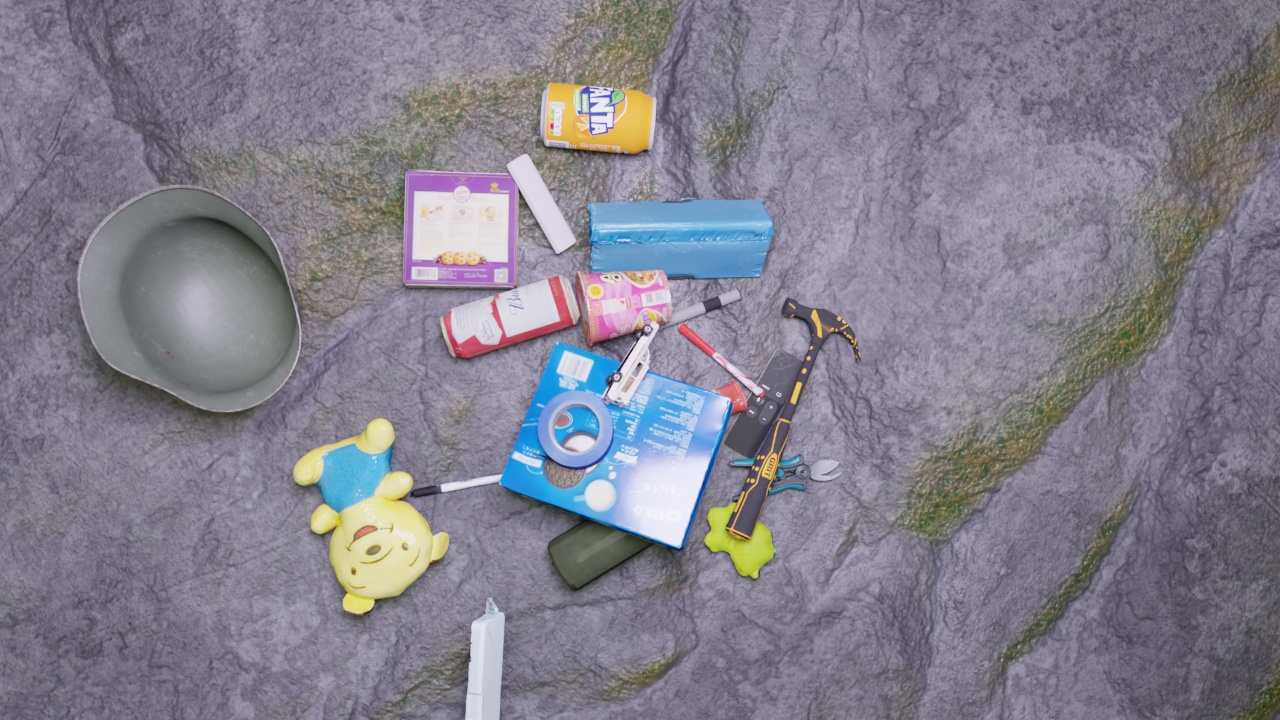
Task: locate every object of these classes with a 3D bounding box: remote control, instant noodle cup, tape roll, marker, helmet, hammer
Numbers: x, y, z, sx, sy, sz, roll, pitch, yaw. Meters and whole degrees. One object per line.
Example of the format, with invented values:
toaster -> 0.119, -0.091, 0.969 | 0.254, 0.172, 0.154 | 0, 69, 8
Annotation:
remote control -> 0.164, 0.056, 1.211 | 0.045, 0.008, 0.146 | 30, 87, -2
instant noodle cup -> -0.021, -0.073, 1.164 | 0.108, 0.098, 0.097 | -9, 89, -9
remote control -> -0.125, -0.201, 1.177 | 0.033, 0.012, 0.131 | -39, 109, -29
tape roll -> -0.077, 0.083, 1.102 | 0.091, 0.016, 0.093 | 14, 74, 9
marker -> 0.065, -0.063, 1.205 | 0.140, 0.016, 0.016 | -21, 90, -3
helmet -> -0.507, -0.060, 1.102 | 0.227, 0.154, 0.268 | -36, 86, -5
marker -> -0.221, 0.159, 1.185 | 0.152, 0.011, 0.011 | -9, 89, -4
hammer -> 0.188, 0.082, 1.183 | 0.123, 0.036, 0.320 | 25, 80, -10
marker -> 0.106, 0.000, 1.202 | 0.142, 0.013, 0.013 | 40, 86, 3

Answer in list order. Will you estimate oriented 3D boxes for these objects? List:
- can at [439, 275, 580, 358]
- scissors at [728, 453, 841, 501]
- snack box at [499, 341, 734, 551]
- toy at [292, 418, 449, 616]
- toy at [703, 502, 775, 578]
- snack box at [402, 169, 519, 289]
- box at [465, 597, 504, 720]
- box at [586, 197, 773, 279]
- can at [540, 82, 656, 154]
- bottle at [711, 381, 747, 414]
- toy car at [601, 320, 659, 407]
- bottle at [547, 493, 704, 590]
can -> -0.164, -0.054, 1.166 | 0.170, 0.067, 0.067 | -18, 89, -3
scissors -> 0.182, 0.149, 1.204 | 0.153, 0.019, 0.128 | 36, 90, -6
snack box -> -0.027, 0.105, 1.132 | 0.239, 0.056, 0.195 | 18, 74, 9
toy -> -0.333, 0.192, 1.142 | 0.149, 0.084, 0.214 | -23, 91, 3
toy -> 0.129, 0.233, 1.192 | 0.093, 0.036, 0.094 | 5, 82, 2
snack box -> -0.229, -0.166, 1.178 | 0.143, 0.040, 0.148 | 1, 88, -3
box -> -0.189, 0.401, 1.117 | 0.049, 0.136, 0.197 | 4, 88, -5
box -> 0.048, -0.147, 1.187 | 0.231, 0.094, 0.102 | -2, 121, -5
can -> -0.054, -0.308, 1.173 | 0.142, 0.079, 0.079 | 4, 88, -3
bottle -> 0.082, 0.064, 1.189 | 0.109, 0.044, 0.044 | -21, 90, -3
toy car -> -0.007, 0.006, 1.117 | 0.039, 0.039, 0.113 | 35, 74, -7
bottle -> -0.014, 0.210, 1.165 | 0.206, 0.071, 0.071 | -31, 90, -4
